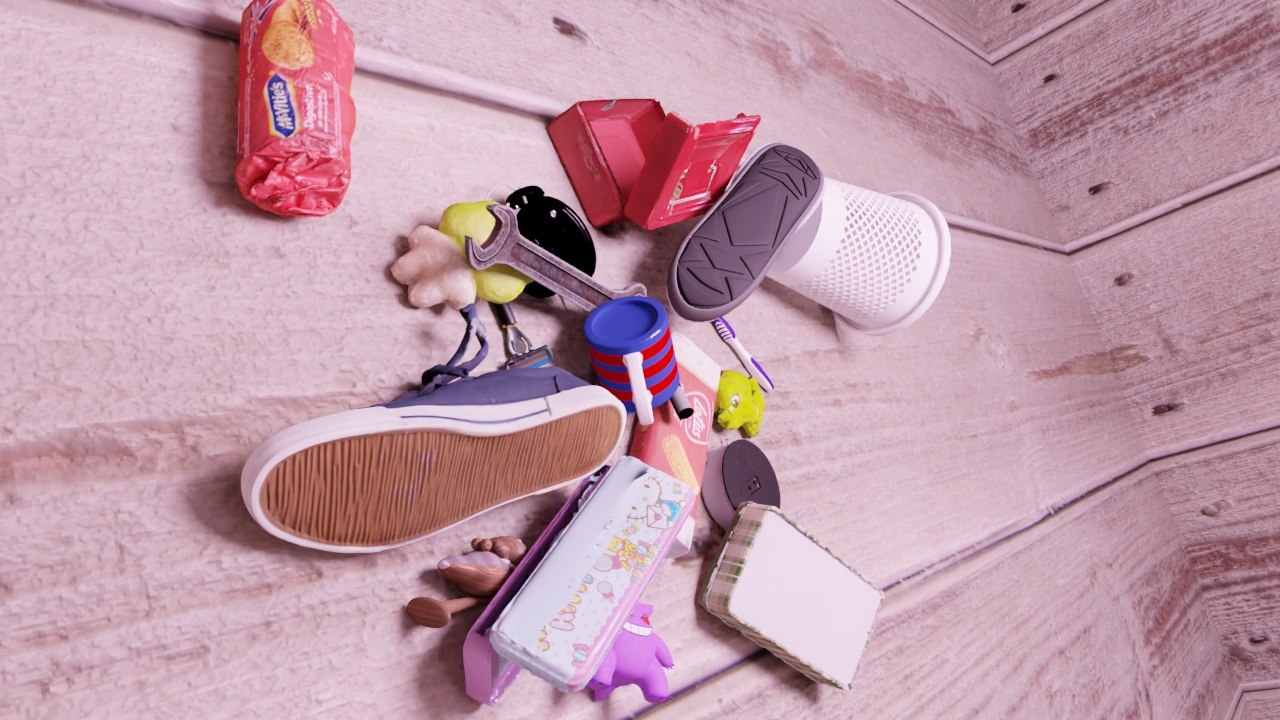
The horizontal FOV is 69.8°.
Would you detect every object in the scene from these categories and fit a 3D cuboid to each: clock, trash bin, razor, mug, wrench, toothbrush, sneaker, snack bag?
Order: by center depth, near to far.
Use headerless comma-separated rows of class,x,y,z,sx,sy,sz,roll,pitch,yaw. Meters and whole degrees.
sneaker,-0.151,0.042,0.660,0.127,0.121,0.293,34,29,34
snack bag,-0.248,-0.186,0.665,0.082,0.083,0.176,13,61,-46
razor,-0.122,-0.055,0.790,0.042,0.022,0.144,-23,83,-16
wrench,-0.063,-0.068,0.795,0.273,0.010,0.070,27,86,-60
mug,-0.005,0.005,0.816,0.111,0.075,0.076,-101,178,-52
clock,-0.095,-0.110,0.833,0.120,0.043,0.091,46,41,-23
snack bag,0.031,0.075,0.884,0.077,0.041,0.224,39,46,-27
clock,0.106,0.141,0.940,0.094,0.035,0.122,-22,88,-53
sneaker,0.099,-0.115,1.014,0.093,0.161,0.256,36,64,3
toothbrush,0.098,-0.032,1.044,0.186,0.015,0.016,51,38,-18
trash bin,0.250,-0.147,1.168,0.199,0.196,0.195,14,59,-35

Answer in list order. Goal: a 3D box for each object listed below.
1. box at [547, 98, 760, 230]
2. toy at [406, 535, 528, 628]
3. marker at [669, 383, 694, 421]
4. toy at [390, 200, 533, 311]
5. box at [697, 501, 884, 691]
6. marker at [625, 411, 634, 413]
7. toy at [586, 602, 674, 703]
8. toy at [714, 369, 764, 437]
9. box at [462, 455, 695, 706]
box,0.003,-0.219,0.965,0.165,0.152,0.156,34,29,20
toy,-0.117,0.155,0.661,0.101,0.042,0.055,5,88,-57
marker,0.018,-0.001,0.889,0.016,0.016,0.140,19,34,-43
toy,-0.144,-0.081,0.748,0.117,0.043,0.092,-32,95,-31
box,0.153,0.234,0.904,0.205,0.050,0.117,38,66,-31
marker,-0.052,0.048,0.821,0.141,0.013,0.013,-5,74,-51
toy,-0.018,0.225,0.729,0.106,0.056,0.087,24,49,-28
toy,0.108,0.046,0.997,0.093,0.036,0.094,52,39,-29
box,-0.035,0.164,0.682,0.213,0.093,0.090,-51,152,-50
